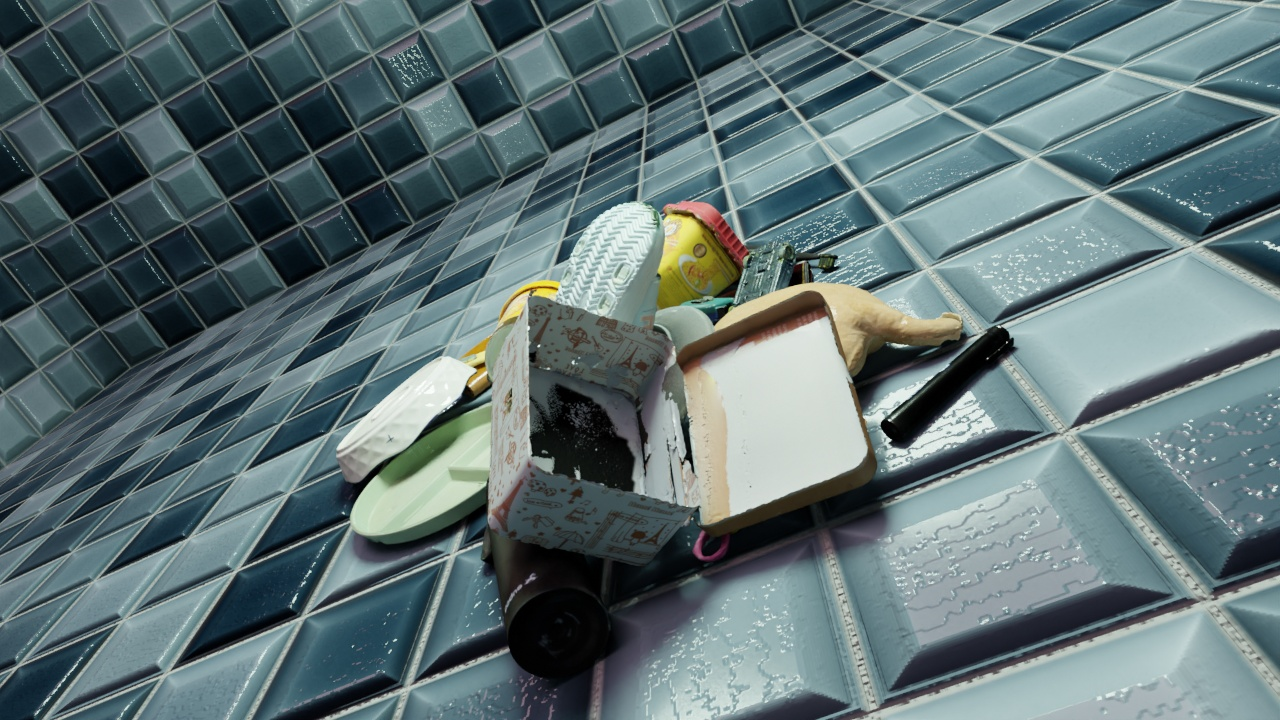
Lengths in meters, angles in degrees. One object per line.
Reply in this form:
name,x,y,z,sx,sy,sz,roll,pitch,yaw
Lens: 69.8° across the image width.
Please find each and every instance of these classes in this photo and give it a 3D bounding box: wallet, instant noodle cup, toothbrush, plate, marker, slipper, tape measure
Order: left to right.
plate,-0.291,0.066,1.121,0.205,0.045,0.204,-39,13,11
plate,-0.202,0.117,0.979,0.230,0.027,0.229,-24,20,9
wallet,-0.207,-0.004,1.252,0.130,0.035,0.119,-40,25,-25
instant noodle cup,-0.116,-0.018,1.042,0.119,0.118,0.114,-22,17,16
slipper,-0.034,-0.020,0.805,0.104,0.074,0.245,33,100,55
plate,-0.008,0.019,0.818,0.180,0.024,0.179,-35,33,27
instant noodle cup,0.049,-0.111,1.090,0.123,0.116,0.116,-44,24,-9
tape measure,0.070,-0.054,0.967,0.058,0.025,0.054,0,12,33
wallet,0.128,-0.062,0.994,0.122,0.020,0.096,-22,22,22
toothbrush,0.159,-0.122,1.083,0.213,0.026,0.027,16,83,60
marker,0.230,0.016,0.684,0.131,0.020,0.022,-36,51,-21

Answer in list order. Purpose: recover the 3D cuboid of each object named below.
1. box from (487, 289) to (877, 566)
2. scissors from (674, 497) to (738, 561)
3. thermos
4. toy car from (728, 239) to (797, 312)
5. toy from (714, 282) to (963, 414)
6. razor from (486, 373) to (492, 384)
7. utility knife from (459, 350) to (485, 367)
box,0.021,0.043,0.670,0.271,0.133,0.179,-5,45,-1
scissors,0.075,0.103,0.686,0.132,0.017,0.133,-24,18,17
thermos,-0.085,0.156,0.710,0.090,0.068,0.242,-61,19,6
toy car,0.129,-0.076,0.953,0.054,0.037,0.120,-11,43,39
toy,0.153,-0.019,0.786,0.226,0.082,0.143,-22,38,13
razor,-0.134,-0.006,1.175,0.132,0.028,0.043,-40,47,-19
utility knife,-0.230,0.006,1.216,0.209,0.021,0.030,-25,20,19
